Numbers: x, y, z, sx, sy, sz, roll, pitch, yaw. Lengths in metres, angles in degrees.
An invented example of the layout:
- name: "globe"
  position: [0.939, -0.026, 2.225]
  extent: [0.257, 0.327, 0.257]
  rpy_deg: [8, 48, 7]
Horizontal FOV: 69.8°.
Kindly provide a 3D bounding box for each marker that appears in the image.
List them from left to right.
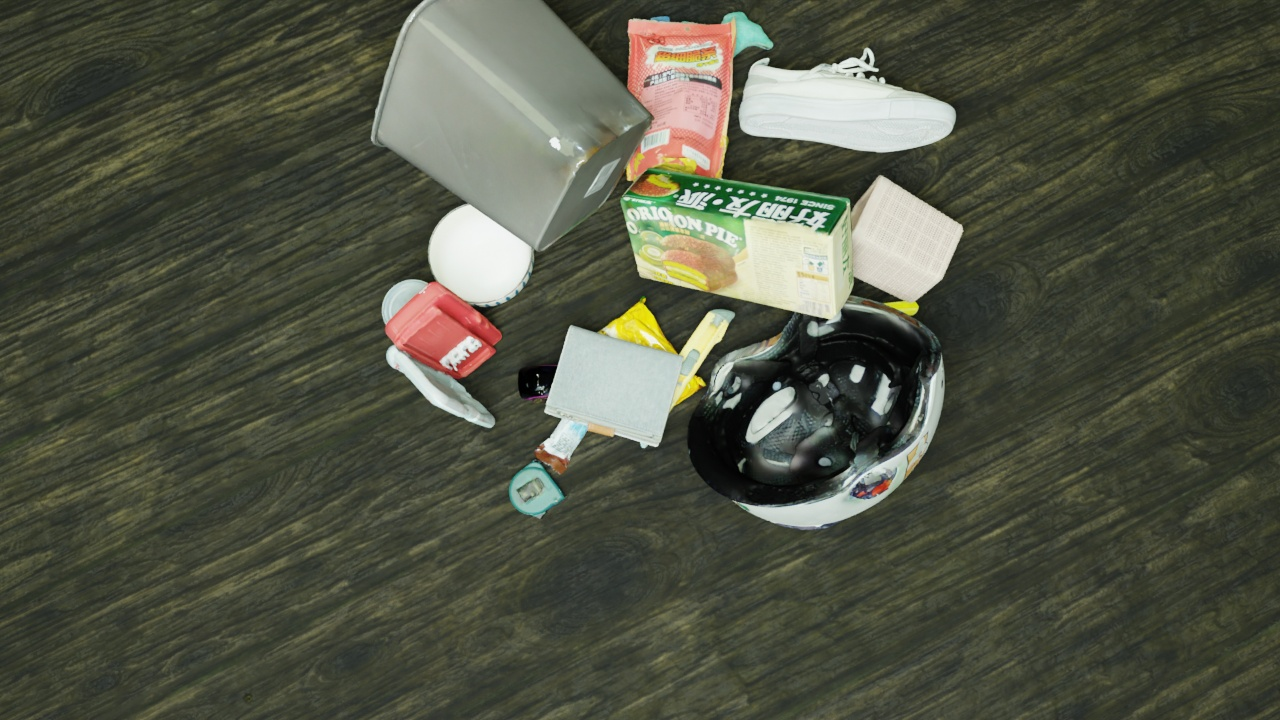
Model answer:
- name: "marker"
  position: [0.256, -0.054, 1.056]
  extent: [0.124, 0.015, 0.018]
  rpy_deg: [-7, 78, 2]

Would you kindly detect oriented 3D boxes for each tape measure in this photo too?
- name: "tape measure"
  position: [-0.119, 0.146, 1.024]
  extent: [0.054, 0.025, 0.058]
  rpy_deg: [-37, 83, -6]
- name: "tape measure"
  position: [-0.108, 0.027, 1.023]
  extent: [0.057, 0.058, 0.039]
  rpy_deg: [-1, 84, -29]

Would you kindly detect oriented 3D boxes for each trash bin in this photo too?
- name: "trash bin"
  position: [-0.127, -0.257, 0.972]
  extent: [0.220, 0.200, 0.198]
  rpy_deg: [40, 46, 3]

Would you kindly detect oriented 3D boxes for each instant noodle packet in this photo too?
- name: "instant noodle packet"
  position: [-0.006, 0.006, 1.033]
  extent: [0.110, 0.044, 0.128]
  rpy_deg: [-35, 87, -11]

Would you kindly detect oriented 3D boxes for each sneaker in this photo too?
- name: "sneaker"
  position: [0.238, -0.303, 1.058]
  extent: [0.242, 0.089, 0.090]
  rpy_deg: [7, 78, 7]

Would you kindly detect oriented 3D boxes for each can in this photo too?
- name: "can"
  position: [-0.241, -0.048, 1.015]
  extent: [0.066, 0.094, 0.066]
  rpy_deg: [0, 82, 0]

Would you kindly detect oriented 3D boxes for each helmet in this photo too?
- name: "helmet"
  position: [0.194, 0.071, 0.958]
  extent: [0.273, 0.157, 0.230]
  rpy_deg: [-45, 45, -11]

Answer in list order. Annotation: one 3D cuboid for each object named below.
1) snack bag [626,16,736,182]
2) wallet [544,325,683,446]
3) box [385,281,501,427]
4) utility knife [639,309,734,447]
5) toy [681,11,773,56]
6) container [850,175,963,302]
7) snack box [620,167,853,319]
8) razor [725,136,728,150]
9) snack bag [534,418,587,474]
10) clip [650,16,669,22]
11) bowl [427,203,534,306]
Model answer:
- name: "snack bag"
  position: [0.044, -0.298, 1.049]
  extent: [0.129, 0.073, 0.207]
  rpy_deg: [1, 75, 8]
- name: "wallet"
  position: [-0.029, 0.029, 0.990]
  extent: [0.130, 0.037, 0.106]
  rpy_deg: [16, 79, 4]
- name: "box"
  position: [-0.183, 0.001, 0.952]
  extent: [0.094, 0.201, 0.100]
  rpy_deg: [-43, 78, -2]
- name: "utility knife"
  position: [0.046, 0.016, 1.010]
  extent: [0.031, 0.019, 0.182]
  rpy_deg: [32, 85, 5]
- name: "toy"
  position: [0.096, -0.382, 1.093]
  extent: [0.092, 0.030, 0.096]
  rpy_deg: [-42, 81, -7]
- name: "container"
  position: [0.285, -0.131, 1.025]
  extent: [0.111, 0.090, 0.089]
  rpy_deg: [29, 71, 1]
- name: "snack box"
  position: [0.101, -0.125, 0.967]
  extent: [0.240, 0.114, 0.063]
  rpy_deg: [15, 52, 29]
- name: "razor"
  position: [0.073, -0.208, 1.072]
  extent: [0.043, 0.028, 0.132]
  rpy_deg: [25, 81, 7]
- name: "snack bag"
  position: [-0.075, 0.075, 1.031]
  extent: [0.045, 0.026, 0.105]
  rpy_deg: [38, 81, -28]
- name: "clip"
  position: [0.026, -0.382, 1.099]
  extent: [0.026, 0.037, 0.058]
  rpy_deg: [-4, 79, -3]
- name: "bowl"
  position: [-0.175, -0.114, 1.038]
  extent: [0.116, 0.066, 0.116]
  rpy_deg: [0, 82, 1]
